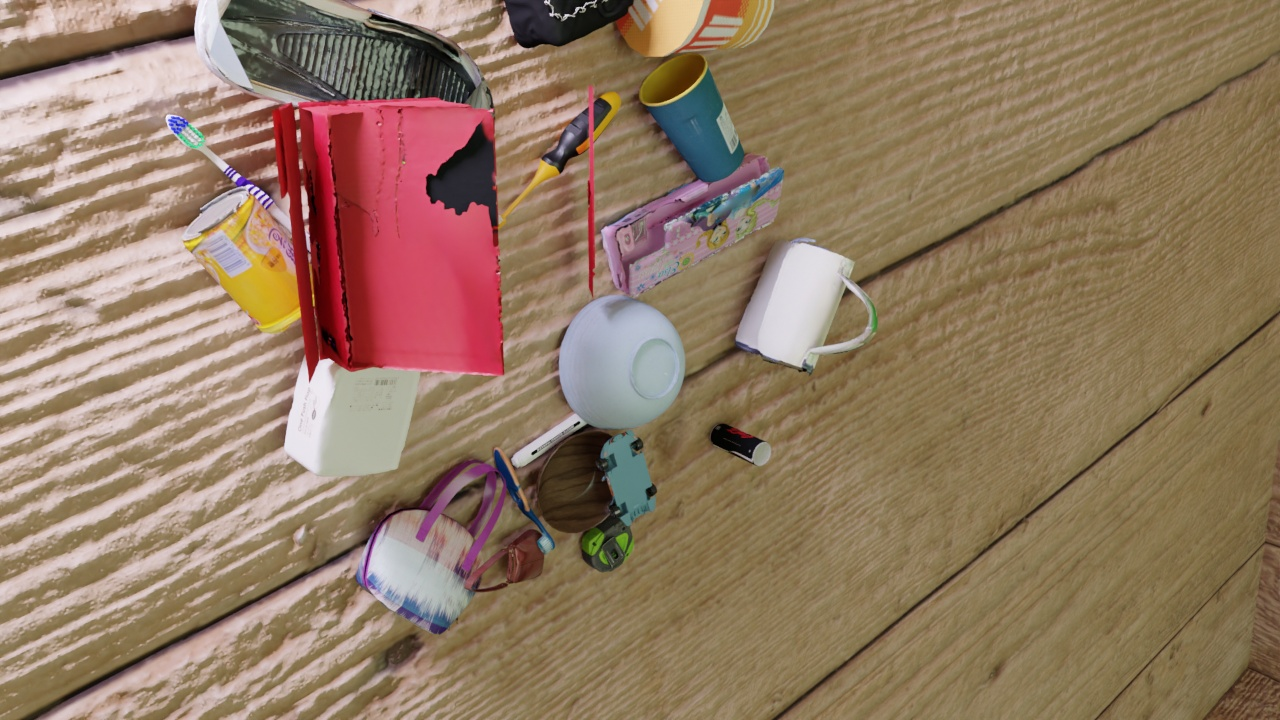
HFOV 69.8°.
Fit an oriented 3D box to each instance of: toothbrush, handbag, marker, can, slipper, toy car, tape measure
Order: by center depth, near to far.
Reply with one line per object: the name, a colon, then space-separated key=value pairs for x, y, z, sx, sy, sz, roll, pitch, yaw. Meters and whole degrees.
can: x=-0.313 y=-0.080 z=0.747 sx=0.067 sy=0.068 sz=0.105 roll=-44 pitch=126 yaw=-18
slipper: x=-0.233 y=-0.236 z=0.754 sx=0.263 sy=0.063 sz=0.111 roll=8 pitch=98 yaw=-48
toothbrush: x=-0.314 y=-0.132 z=0.762 sx=0.015 sy=0.016 sz=0.186 roll=-51 pitch=128 yaw=-13
handbag: x=-0.060 y=-0.370 z=0.816 sx=0.124 sy=0.115 sz=0.154 roll=-31 pitch=118 yaw=-29
toothbrush: x=-0.087 y=-0.195 z=0.909 sx=0.196 sy=0.031 sz=0.031 roll=-49 pitch=152 yaw=-9
handbag: x=-0.198 y=0.180 z=0.931 sx=0.144 sy=0.068 sz=0.169 roll=46 pitch=69 yaw=-37
handbag: x=-0.145 y=0.220 z=0.969 sx=0.119 sy=0.029 sz=0.055 roll=-14 pitch=110 yaw=-61
toothbrush: x=-0.126 y=0.151 z=0.982 sx=0.017 sy=0.022 sz=0.135 roll=-45 pitch=116 yaw=-46
marker: x=-0.086 y=0.076 z=1.005 sx=0.133 sy=0.017 sz=0.020 roll=-33 pitch=101 yaw=-25
toy car: x=-0.019 y=0.127 z=1.022 sx=0.060 sy=0.027 sz=0.108 roll=-27 pitch=115 yaw=-28
handbag: x=0.201 y=-0.060 z=1.076 sx=0.074 sy=0.176 sz=0.151 roll=21 pitch=92 yaw=-38
tape measure: x=-0.036 y=0.217 z=1.077 sx=0.065 sy=0.036 sz=0.059 roll=-39 pitch=125 yaw=-22
can: x=0.122 y=0.103 z=1.131 sx=0.031 sy=0.080 sz=0.031 roll=-12 pitch=111 yaw=-34

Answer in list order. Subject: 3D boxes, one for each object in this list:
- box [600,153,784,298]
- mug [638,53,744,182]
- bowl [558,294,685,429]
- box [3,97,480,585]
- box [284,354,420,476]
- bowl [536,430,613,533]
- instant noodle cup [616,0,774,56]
box: x=0.069 y=-0.150 z=1.019 sx=0.229 sy=0.063 sz=0.085 roll=-31 pitch=121 yaw=-27
mug: x=0.061 y=-0.252 z=0.975 sx=0.078 sy=0.078 sz=0.121 roll=-51 pitch=132 yaw=-13
bowl: x=-0.006 y=0.006 z=0.991 sx=0.150 sy=0.075 sz=0.150 roll=-5 pitch=99 yaw=-38
box: x=-0.236 y=-0.059 z=0.625 sx=0.424 sy=0.128 sz=0.213 roll=-50 pitch=145 yaw=-65
box: x=-0.273 y=0.037 z=0.837 sx=0.102 sy=0.102 sz=0.108 roll=0 pitch=111 yaw=-56
bowl: x=-0.071 y=0.131 z=1.024 sx=0.119 sy=0.032 sz=0.119 roll=-13 pitch=112 yaw=-34
instant noodle cup: x=0.059 y=-0.363 z=0.912 sx=0.120 sy=0.123 sz=0.123 roll=-13 pitch=112 yaw=-42
